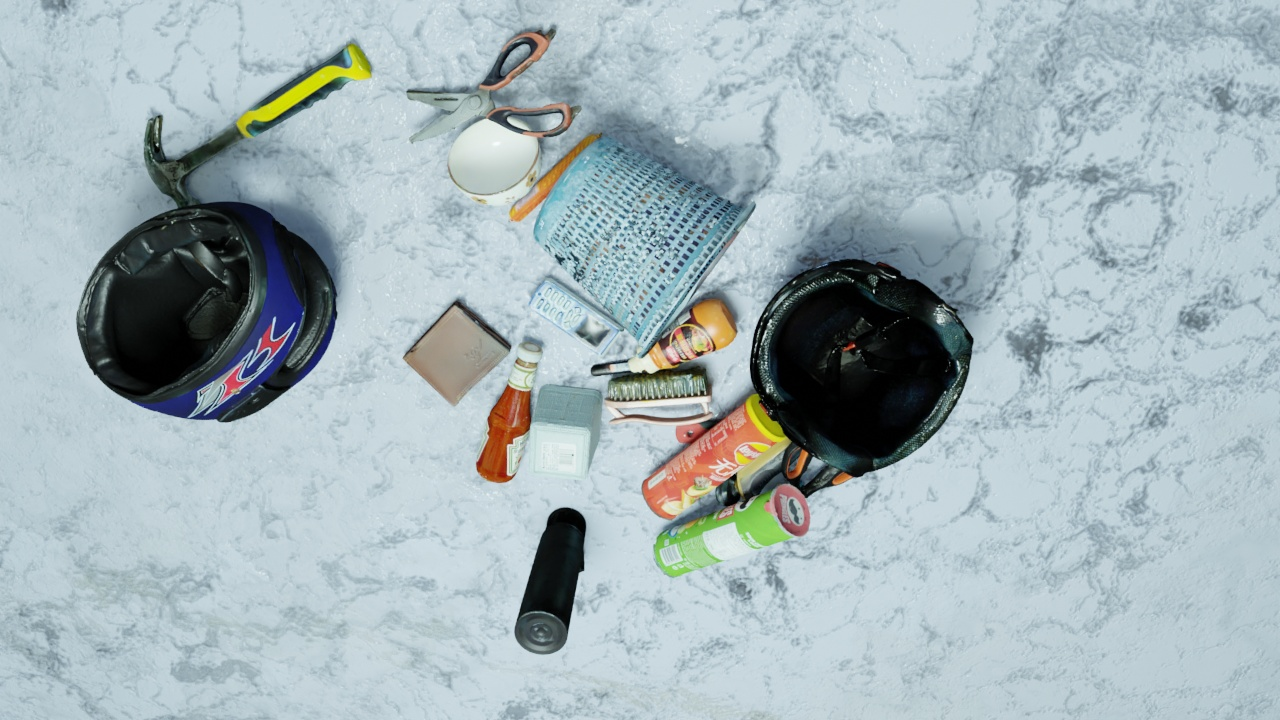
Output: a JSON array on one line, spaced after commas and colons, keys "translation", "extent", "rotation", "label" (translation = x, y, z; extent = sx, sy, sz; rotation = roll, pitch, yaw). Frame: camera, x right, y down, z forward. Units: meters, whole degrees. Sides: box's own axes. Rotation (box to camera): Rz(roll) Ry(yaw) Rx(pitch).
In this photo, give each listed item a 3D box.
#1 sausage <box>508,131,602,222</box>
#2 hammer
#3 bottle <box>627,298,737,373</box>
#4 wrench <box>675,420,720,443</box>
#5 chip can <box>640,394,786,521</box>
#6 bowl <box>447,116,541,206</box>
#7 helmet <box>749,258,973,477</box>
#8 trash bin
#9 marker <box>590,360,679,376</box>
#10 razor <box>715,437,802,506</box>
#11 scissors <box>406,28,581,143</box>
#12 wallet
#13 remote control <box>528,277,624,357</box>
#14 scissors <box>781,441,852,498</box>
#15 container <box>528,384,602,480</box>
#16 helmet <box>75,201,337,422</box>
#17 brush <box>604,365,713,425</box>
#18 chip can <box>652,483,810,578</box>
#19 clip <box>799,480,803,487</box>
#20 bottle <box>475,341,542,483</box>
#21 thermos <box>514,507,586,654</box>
[{"translation": [-0.107, -0.226, 1.137], "extent": [0.165, 0.021, 0.021], "rotation": [-39, 106, 19], "label": "sausage"}, {"translation": [-0.474, -0.296, 1.128], "extent": [0.324, 0.031, 0.126], "rotation": [-25, 110, 14], "label": "hammer"}, {"translation": [0.050, -0.024, 1.191], "extent": [0.150, 0.066, 0.067], "rotation": [-27, 109, 16], "label": "bottle"}, {"translation": [0.184, 0.088, 1.257], "extent": [0.273, 0.016, 0.056], "rotation": [-8, 116, 8], "label": "wrench"}, {"translation": [0.096, 0.133, 1.236], "extent": [0.073, 0.073, 0.217], "rotation": [42, 118, -14], "label": "chip can"}, {"translation": [-0.170, -0.231, 1.108], "extent": [0.113, 0.113, 0.062], "rotation": [-8, 155, 7], "label": "bowl"}, {"translation": [0.248, -0.003, 1.098], "extent": [0.274, 0.230, 0.233], "rotation": [38, 96, -13], "label": "helmet"}, {"translation": [-0.007, -0.148, 1.077], "extent": [0.195, 0.226, 0.227], "rotation": [37, 111, 2], "label": "trash bin"}, {"translation": [-0.007, 0.007, 1.237], "extent": [0.124, 0.015, 0.018], "rotation": [-7, 90, 10], "label": "marker"}, {"translation": [0.169, 0.139, 1.256], "extent": [0.168, 0.062, 0.067], "rotation": [-42, 71, 23], "label": "razor"}, {"translation": [-0.173, -0.309, 1.084], "extent": [0.189, 0.015, 0.226], "rotation": [45, 100, 11], "label": "scissors"}, {"translation": [-0.248, -0.008, 1.240], "extent": [0.101, 0.032, 0.125], "rotation": [42, 111, -16], "label": "wallet"}, {"translation": [-0.085, -0.058, 1.208], "extent": [0.125, 0.024, 0.049], "rotation": [35, 111, -10], "label": "remote control"}, {"translation": [0.221, 0.170, 1.260], "extent": [0.221, 0.021, 0.229], "rotation": [-26, 138, 0], "label": "scissors"}, {"translation": [-0.103, 0.099, 1.231], "extent": [0.090, 0.111, 0.090], "rotation": [6, 114, 2], "label": "container"}, {"translation": [-0.491, -0.062, 1.114], "extent": [0.316, 0.240, 0.247], "rotation": [-24, 84, 22], "label": "helmet"}, {"translation": [0.023, 0.052, 1.228], "extent": [0.146, 0.063, 0.073], "rotation": [-6, 103, 7], "label": "brush"}, {"translation": [0.118, 0.235, 1.247], "extent": [0.072, 0.072, 0.237], "rotation": [46, 133, -15], "label": "chip can"}, {"translation": [0.208, 0.188, 1.301], "extent": [0.055, 0.013, 0.038], "rotation": [-26, 110, 16], "label": "clip"}, {"translation": [-0.175, 0.071, 1.253], "extent": [0.060, 0.059, 0.206], "rotation": [18, 114, -4], "label": "bottle"}, {"translation": [-0.109, 0.298, 1.248], "extent": [0.068, 0.242, 0.090], "rotation": [-28, 108, 15], "label": "thermos"}]
